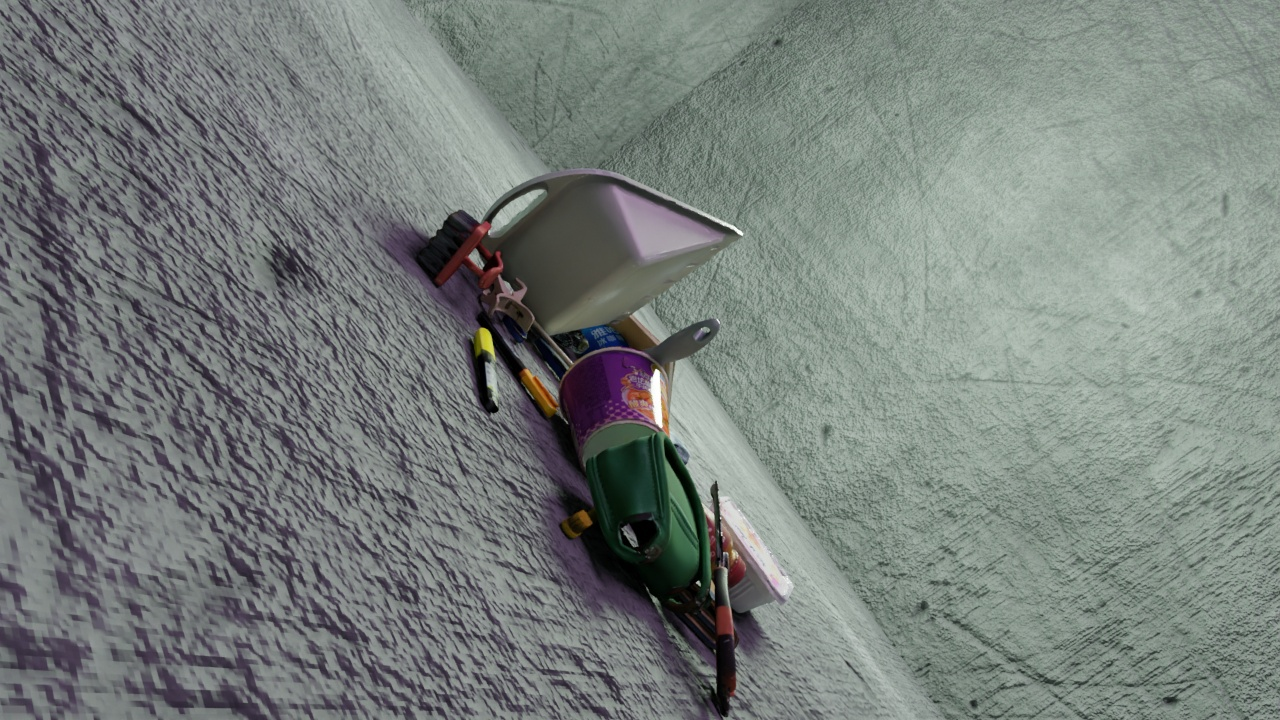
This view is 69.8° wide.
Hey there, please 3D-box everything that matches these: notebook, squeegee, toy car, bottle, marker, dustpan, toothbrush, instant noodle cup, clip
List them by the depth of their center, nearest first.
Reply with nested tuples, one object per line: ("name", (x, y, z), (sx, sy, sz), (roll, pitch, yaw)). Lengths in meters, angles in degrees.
("marker", (-0.127, 0.007, 0.753), (0.018, 0.015, 0.124), (48, 10, -31))
("toothbrush", (-0.033, 0.125, 0.757), (0.015, 0.016, 0.190), (55, 6, 8))
("marker", (-0.116, 0.002, 0.860), (0.124, 0.015, 0.018), (52, -1, 15))
("instant noodle cup", (-0.019, 0.059, 0.861), (0.111, 0.112, 0.099), (49, 15, -32))
("clip", (-0.136, -0.059, 0.920), (0.076, 0.035, 0.100), (28, 15, -25))
("bottle", (0.043, 0.163, 0.929), (0.175, 0.057, 0.057), (50, 6, -22))
("squeegee", (-0.006, 0.005, 0.933), (0.246, 0.039, 0.247), (51, -37, -12))
("dustpan", (-0.050, -0.134, 1.052), (0.257, 0.223, 0.142), (-23, 81, -57))
("instant noodle cup", (0.111, 0.229, 1.060), (0.138, 0.060, 0.173), (54, 7, 13))
("toy car", (-0.103, -0.043, 1.144), (0.105, 0.031, 0.049), (40, 14, -50))
("bottle", (-0.036, 0.006, 1.220), (0.065, 0.065, 0.218), (45, 9, -50))
("notebook", (-0.021, -0.018, 1.272), (0.211, 0.012, 0.150), (47, -28, 32))
("toy car", (0.038, 0.119, 1.284), (0.090, 0.034, 0.043), (45, 13, -44))

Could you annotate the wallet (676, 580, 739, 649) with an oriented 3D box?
("wallet", (0.047, 0.205, 0.845), (0.090, 0.033, 0.115), (53, 4, -23))

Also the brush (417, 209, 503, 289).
("brush", (-0.165, -0.104, 0.883), (0.069, 0.063, 0.145), (39, 7, -12))

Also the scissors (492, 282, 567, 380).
("scissors", (-0.124, -0.031, 1.019), (0.176, 0.012, 0.162), (51, 5, 9))

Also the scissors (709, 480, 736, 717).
("scissors", (0.068, 0.193, 0.776), (0.210, 0.015, 0.177), (-54, 142, -85))

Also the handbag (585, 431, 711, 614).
("handbag", (0.013, 0.131, 0.738), (0.131, 0.068, 0.120), (61, 9, -48))
